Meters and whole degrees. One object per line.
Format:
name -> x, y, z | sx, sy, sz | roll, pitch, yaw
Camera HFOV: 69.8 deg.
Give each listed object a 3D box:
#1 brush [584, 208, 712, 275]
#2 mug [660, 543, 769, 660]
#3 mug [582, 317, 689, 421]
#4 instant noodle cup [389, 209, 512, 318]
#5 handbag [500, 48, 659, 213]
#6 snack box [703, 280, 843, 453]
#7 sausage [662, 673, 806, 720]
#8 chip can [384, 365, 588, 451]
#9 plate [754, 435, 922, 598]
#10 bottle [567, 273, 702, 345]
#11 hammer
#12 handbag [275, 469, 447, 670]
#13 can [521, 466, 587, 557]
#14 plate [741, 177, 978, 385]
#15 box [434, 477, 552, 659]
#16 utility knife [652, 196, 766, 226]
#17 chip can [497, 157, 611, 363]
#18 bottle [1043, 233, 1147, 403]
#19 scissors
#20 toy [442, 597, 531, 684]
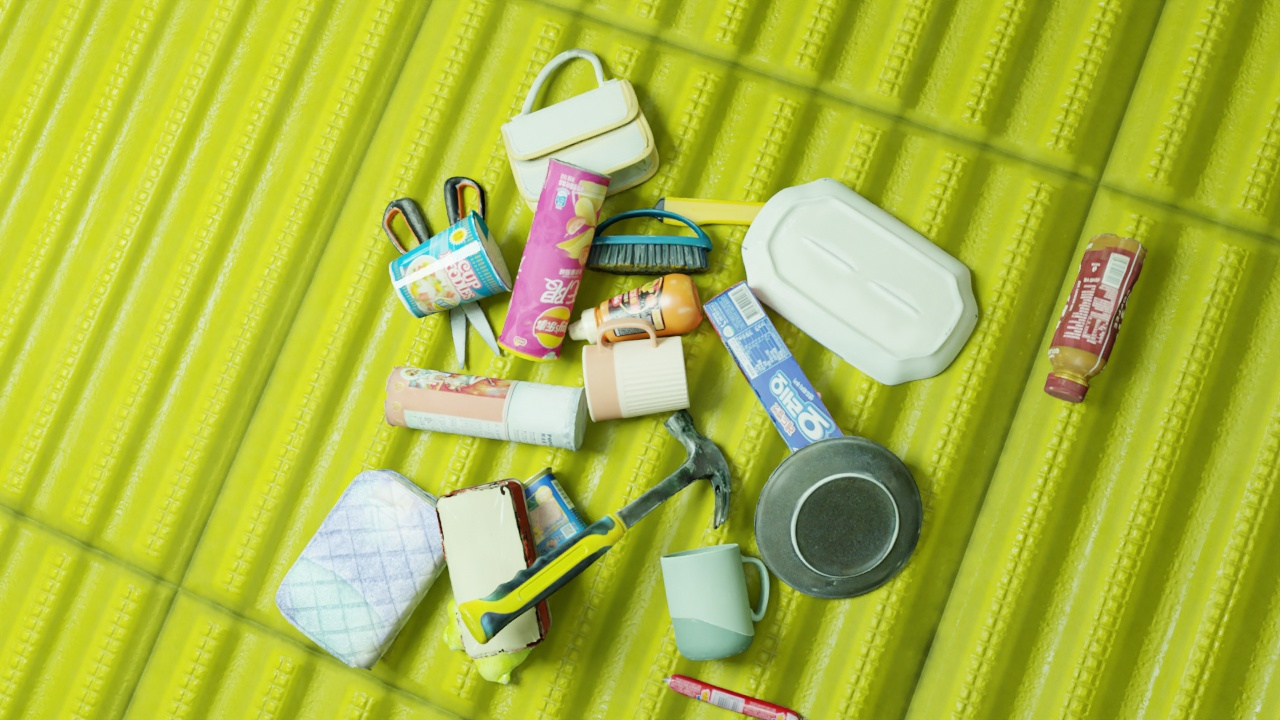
brush -> 0.008, -0.132, 1.019 | 0.144, 0.055, 0.073 | 2, 87, 6
mug -> 0.084, 0.248, 0.956 | 0.111, 0.082, 0.106 | -8, 81, -18
mug -> -0.006, 0.006, 0.982 | 0.106, 0.081, 0.115 | -7, 121, 3
instant noodle cup -> -0.211, -0.098, 1.009 | 0.110, 0.099, 0.099 | -25, 81, 4
handbag -> -0.080, -0.271, 1.048 | 0.163, 0.063, 0.178 | -21, 78, 2
snack box -> 0.143, 0.017, 0.985 | 0.057, 0.058, 0.207 | -32, 80, 2
sausage -> 0.098, 0.359, 0.968 | 0.156, 0.020, 0.020 | 15, 85, 8
chip can -> -0.169, 0.052, 1.010 | 0.215, 0.071, 0.071 | 6, 84, 7
plate -> 0.208, 0.167, 0.946 | 0.179, 0.024, 0.179 | -1, 102, -6
bottle -> -0.009, -0.049, 1.012 | 0.150, 0.066, 0.066 | -14, 81, 11
hammer -> -0.035, 0.177, 0.925 | 0.322, 0.032, 0.126 | -32, 79, -29
handbag -> -0.291, 0.221, 1.002 | 0.134, 0.075, 0.194 | 35, 89, 5
can -> -0.118, 0.178, 0.996 | 0.102, 0.057, 0.083 | -35, 83, 2
plate -> 0.238, -0.088, 0.992 | 0.266, 0.034, 0.162 | 36, 89, 6
box -> -0.152, 0.210, 0.930 | 0.091, 0.077, 0.168 | -13, 86, 3
utility knife -> 0.094, -0.164, 1.035 | 0.168, 0.015, 0.033 | 5, 89, 6
chip can -> -0.094, -0.107, 0.990 | 0.071, 0.071, 0.211 | 19, 103, 8
bottle -> 0.469, -0.043, 0.955 | 0.057, 0.057, 0.175 | 22, 86, 9
scissors -> -0.210, -0.112, 1.059 | 0.227, 0.021, 0.198 | 39, 88, 10
toy -> -0.167, 0.298, 0.999 | 0.100, 0.031, 0.096 | 7, 82, 8
